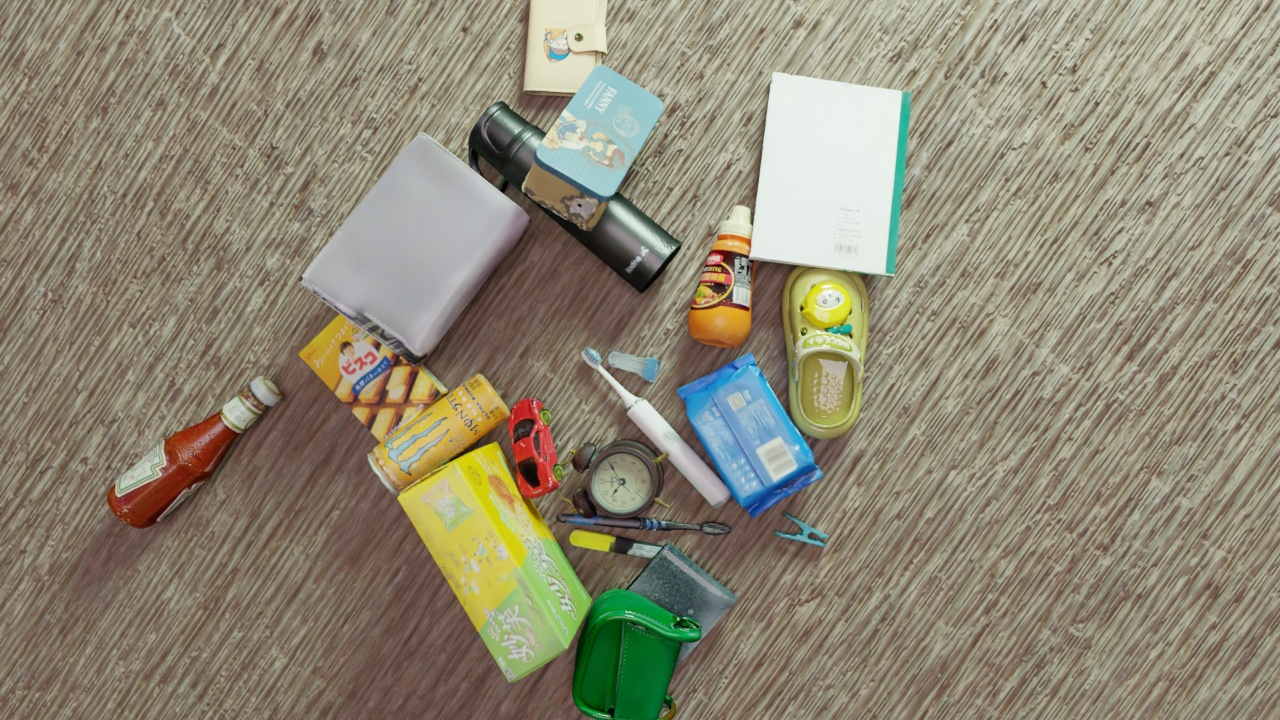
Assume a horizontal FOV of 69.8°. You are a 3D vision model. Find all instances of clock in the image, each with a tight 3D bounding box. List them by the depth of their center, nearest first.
[{"bbox_3d":[-0.030,0.126,0.968,0.122,0.055,0.082,0,91,4],"label":"clock"}]

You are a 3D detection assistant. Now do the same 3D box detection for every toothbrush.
[{"bbox_3d":[0.014,0.069,0.980,0.221,0.026,0.026,47,52,1],"label":"toothbrush"},{"bbox_3d":[0.003,0.176,0.987,0.189,0.016,0.014,4,85,3],"label":"toothbrush"}]

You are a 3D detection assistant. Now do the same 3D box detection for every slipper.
[{"bbox_3d":[0.196,-0.011,0.946,0.091,0.081,0.190,-1,93,0],"label":"slipper"}]

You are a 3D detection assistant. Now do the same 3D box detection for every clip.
[{"bbox_3d":[0.173,0.184,0.981,0.056,0.013,0.039,22,92,3],"label":"clip"},{"bbox_3d":[-0.008,0.004,0.985,0.058,0.045,0.027,16,92,7],"label":"clip"}]

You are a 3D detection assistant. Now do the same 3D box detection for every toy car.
[{"bbox_3d":[-0.115,0.091,0.968,0.049,0.031,0.106,-24,69,30],"label":"toy car"}]

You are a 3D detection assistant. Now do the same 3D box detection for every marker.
[{"bbox_3d":[-0.015,0.200,0.989,0.124,0.015,0.018,10,96,-1],"label":"marker"}]

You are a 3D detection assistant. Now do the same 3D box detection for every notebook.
[{"bbox_3d":[0.199,-0.194,0.953,0.150,0.012,0.209,8,77,2],"label":"notebook"}]

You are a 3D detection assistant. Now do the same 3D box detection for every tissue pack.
[{"bbox_3d":[0.113,0.077,0.960,0.095,0.052,0.157,-31,89,9],"label":"tissue pack"}]

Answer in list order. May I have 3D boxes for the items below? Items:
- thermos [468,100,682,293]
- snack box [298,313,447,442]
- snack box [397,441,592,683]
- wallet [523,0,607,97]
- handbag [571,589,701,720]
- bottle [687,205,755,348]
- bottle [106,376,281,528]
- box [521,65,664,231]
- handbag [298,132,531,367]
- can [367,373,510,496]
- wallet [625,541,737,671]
[{"bbox_3d":[-0.075,-0.165,0.969,0.242,0.068,0.090,39,124,3],"label":"thermos"},{"bbox_3d":[-0.287,0.013,0.989,0.087,0.033,0.140,-43,87,2],"label":"snack box"},{"bbox_3d":[-0.139,0.193,0.922,0.070,0.157,0.210,-32,89,6],"label":"snack box"},{"bbox_3d":[-0.078,-0.341,0.981,0.087,0.024,0.115,5,90,1],"label":"wallet"},{"bbox_3d":[-0.007,0.312,0.956,0.120,0.068,0.131,16,102,-2],"label":"handbag"},{"bbox_3d":[0.093,-0.090,0.961,0.067,0.067,0.149,11,84,2],"label":"bottle"},{"bbox_3d":[-0.474,0.095,0.986,0.206,0.060,0.060,-41,89,-1],"label":"bottle"},{"bbox_3d":[-0.043,-0.219,0.922,0.090,0.060,0.183,28,55,-7],"label":"box"},{"bbox_3d":[-0.225,-0.110,0.941,0.145,0.098,0.197,36,81,2],"label":"handbag"},{"bbox_3d":[-0.210,0.077,0.963,0.146,0.058,0.058,-37,89,-7],"label":"can"},{"bbox_3d":[0.029,0.266,0.979,0.097,0.019,0.121,39,102,2],"label":"wallet"}]
